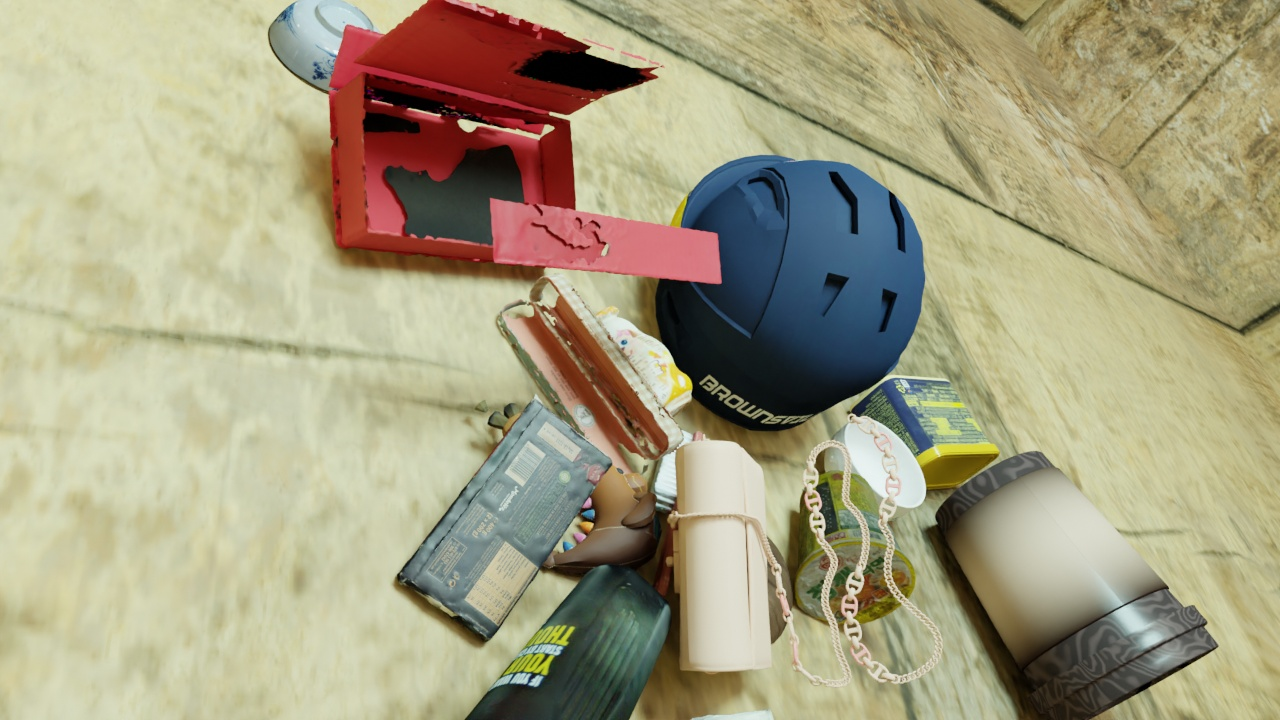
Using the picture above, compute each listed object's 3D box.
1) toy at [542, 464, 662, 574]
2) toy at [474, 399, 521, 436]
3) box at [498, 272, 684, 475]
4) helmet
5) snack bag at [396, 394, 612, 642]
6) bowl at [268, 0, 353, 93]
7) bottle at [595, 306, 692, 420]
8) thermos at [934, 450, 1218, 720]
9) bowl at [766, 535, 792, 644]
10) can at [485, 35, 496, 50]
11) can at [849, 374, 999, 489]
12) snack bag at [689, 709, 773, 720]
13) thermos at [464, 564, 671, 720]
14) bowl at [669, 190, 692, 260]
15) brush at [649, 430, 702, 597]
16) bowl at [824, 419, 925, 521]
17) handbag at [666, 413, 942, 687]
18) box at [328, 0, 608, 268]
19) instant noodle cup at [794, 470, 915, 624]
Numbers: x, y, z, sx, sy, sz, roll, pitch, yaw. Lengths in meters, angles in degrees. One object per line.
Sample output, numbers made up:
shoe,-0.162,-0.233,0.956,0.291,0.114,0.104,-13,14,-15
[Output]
toy,-0.036,0.118,0.685,0.103,0.071,0.090,-8,44,-20
toy,-0.080,0.062,0.675,0.100,0.063,0.076,43,26,8
box,-0.043,0.011,0.754,0.078,0.054,0.187,-36,76,-7
helmet,0.150,-0.088,0.852,0.232,0.224,0.271,14,55,-19
snack bag,-0.086,0.104,0.615,0.074,0.018,0.154,40,63,-7
bowl,-0.278,-0.298,0.847,0.114,0.045,0.114,24,41,-24
bottle,-0.005,0.005,0.794,0.063,0.063,0.109,-23,74,-50
thermos,0.407,0.216,0.895,0.172,0.173,0.226,3,47,-41
bowl,0.084,0.170,0.743,0.119,0.032,0.119,24,41,-24
can,-0.181,-0.315,0.946,0.096,0.054,0.054,11,48,-35
can,0.308,0.078,1.003,0.135,0.075,0.104,4,50,-40
snack bag,0.086,0.340,0.581,0.077,0.041,0.225,9,51,-36
thermos,-0.051,0.213,0.539,0.098,0.098,0.220,44,31,0
bowl,0.078,-0.121,0.985,0.117,0.068,0.117,25,41,-24
brush,0.020,0.119,0.735,0.030,0.041,0.171,20,43,-3
bowl,0.226,0.113,0.910,0.105,0.054,0.104,24,40,-22
handbag,0.111,0.125,0.644,0.116,0.187,0.198,54,33,-68
box,-0.124,-0.279,0.748,0.211,0.410,0.107,2,16,-42
instant noodle cup,0.177,0.157,0.800,0.102,0.102,0.108,31,30,-16
